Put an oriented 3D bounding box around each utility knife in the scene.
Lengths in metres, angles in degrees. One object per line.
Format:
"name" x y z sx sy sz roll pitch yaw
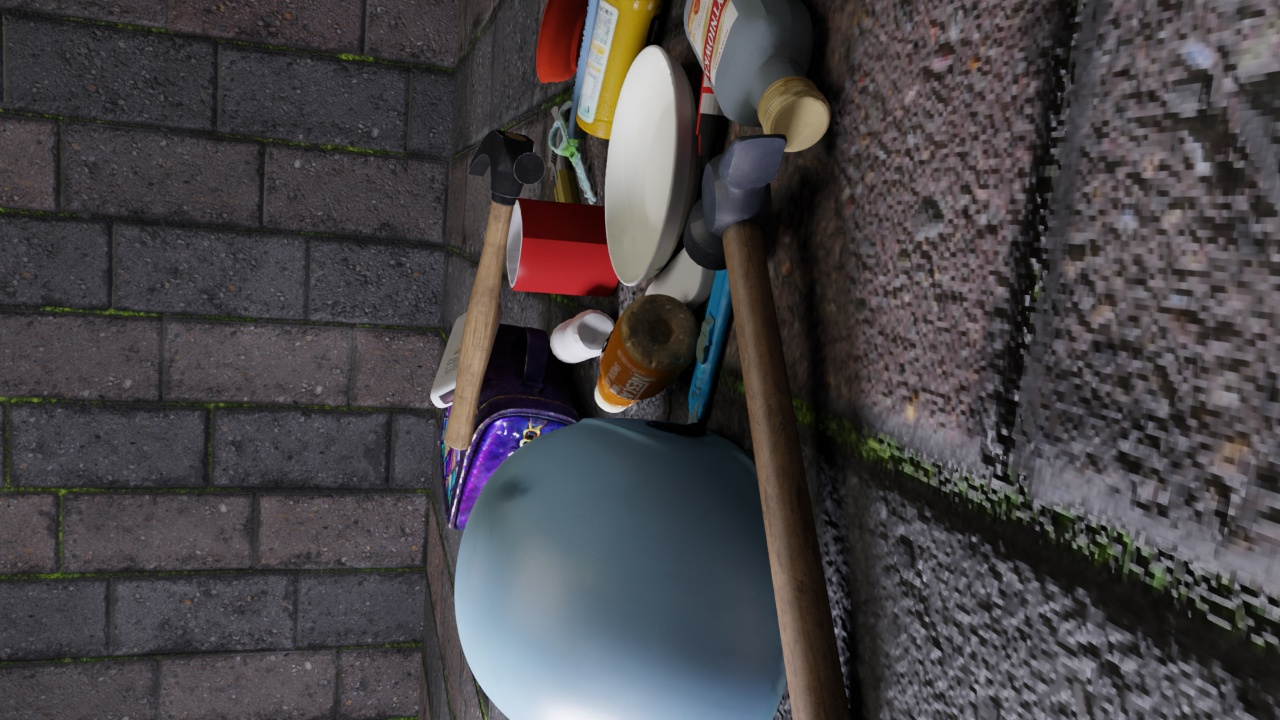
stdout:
"utility knife" 0.046 -0.005 0.619 0.031 0.015 0.198 -117 33 -60

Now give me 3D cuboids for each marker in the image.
"marker" 0.053 -0.201 0.615 0.019 0.019 0.146 -135 50 -68

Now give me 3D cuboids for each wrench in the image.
"wrench" -0.086 -0.200 1.066 0.084 0.018 0.273 110 155 -43

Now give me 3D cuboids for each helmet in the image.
"helmet" -0.023 0.145 0.575 0.266 0.166 0.225 3 85 59

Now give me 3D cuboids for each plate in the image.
"plate" 0.012 -0.148 0.715 0.182 0.034 0.182 -178 91 -73

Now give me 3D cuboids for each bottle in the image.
"bottle" -0.062 -0.021 0.918 0.136 0.044 0.044 165 106 -72
"bottle" -0.012 -0.283 0.780 0.053 0.053 0.187 -106 25 -46
"bottle" 0.066 -0.176 0.522 0.161 0.046 0.072 -105 24 -44
"bottle" -0.004 0.004 0.706 0.167 0.059 0.059 127 142 -67

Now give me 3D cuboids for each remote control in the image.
"remote control" -0.190 -0.009 1.008 0.060 0.025 0.138 -25 37 28
"remote control" 0.027 -0.052 0.689 0.137 0.013 0.043 139 131 -67

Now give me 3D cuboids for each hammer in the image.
"hammer" 0.070 0.044 0.468 0.129 0.040 0.321 111 153 -74
"hammer" -0.148 -0.059 0.862 0.132 0.040 0.306 -130 50 -57

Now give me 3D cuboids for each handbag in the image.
"handbag" -0.145 0.067 1.032 0.204 0.125 0.222 -118 43 -59

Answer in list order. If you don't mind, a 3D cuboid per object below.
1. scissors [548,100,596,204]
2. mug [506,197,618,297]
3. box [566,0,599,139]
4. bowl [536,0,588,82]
"scissors" -0.072 -0.227 1.016 0.065 0.033 0.174 -47 46 29
"mug" -0.076 -0.118 0.889 0.116 0.096 0.081 -106 25 -46
"box" -0.034 -0.326 0.890 0.126 0.039 0.210 -84 7 -56
"bowl" -0.071 -0.347 0.960 0.122 0.035 0.122 22 -93 -86
